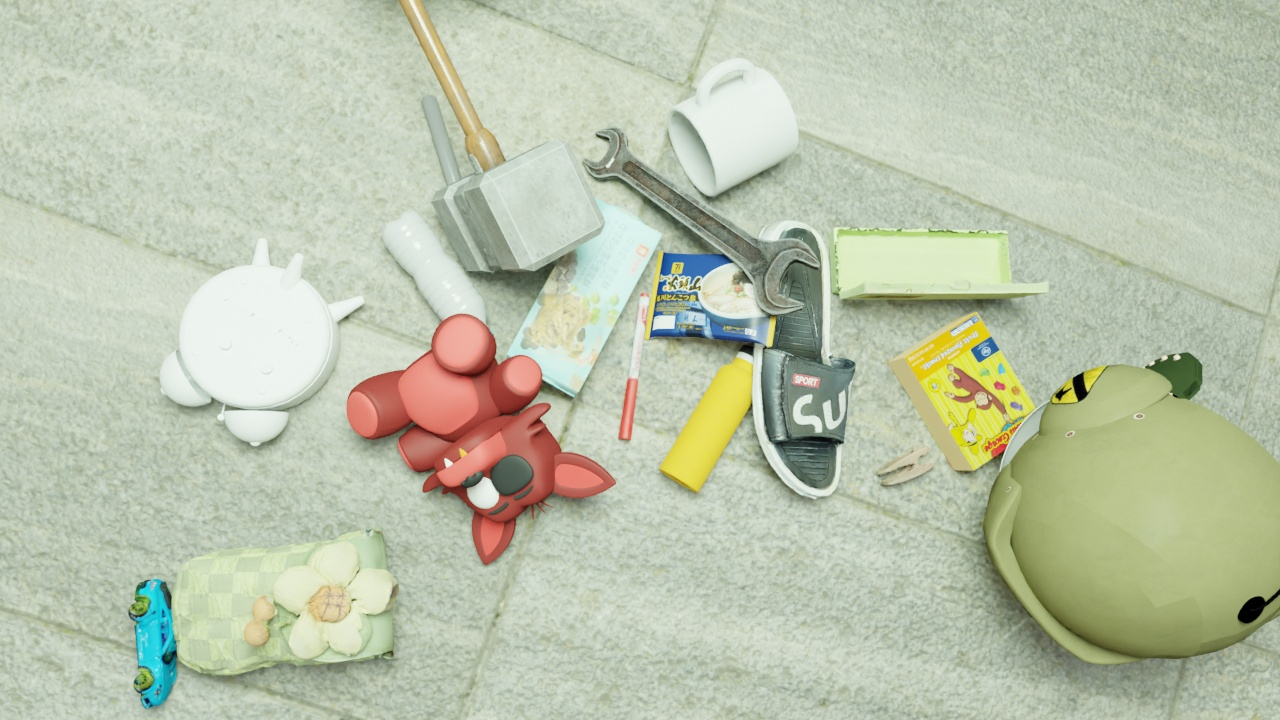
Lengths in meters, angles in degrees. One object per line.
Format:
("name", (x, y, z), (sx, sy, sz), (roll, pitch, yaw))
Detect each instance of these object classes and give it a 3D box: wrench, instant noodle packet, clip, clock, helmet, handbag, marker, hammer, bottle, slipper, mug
("wrench", (0.050, -0.134, 0.843), (0.273, 0.010, 0.070), (39, 87, 22))
("instant noodle packet", (0.067, -0.059, 0.851), (0.134, 0.026, 0.087), (4, 81, 33))
("clip", (0.259, 0.101, 0.894), (0.061, 0.026, 0.049), (12, 81, -8))
("clock", (-0.333, -0.018, 0.798), (0.125, 0.073, 0.160), (31, 80, -4))
("helmet", (0.415, 0.137, 0.784), (0.232, 0.256, 0.250), (-38, 89, -13))
("handbag", (-0.293, 0.206, 0.757), (0.186, 0.117, 0.113), (-6, 85, -11))
("marker", (-0.005, 0.005, 0.873), (0.013, 0.013, 0.142), (9, 82, -7))
("marker", (-0.180, -0.183, 0.867), (0.016, 0.016, 0.140), (-17, 86, -10))
("hammer", (-0.156, -0.229, 0.751), (0.082, 0.163, 0.318), (-32, 108, -21))
("bottle", (0.073, 0.052, 0.863), (0.043, 0.043, 0.143), (33, 80, -3))
("slipper", (0.158, -0.004, 0.855), (0.111, 0.063, 0.263), (5, 79, -37))
("bottle", (-0.182, -0.072, 0.840), (0.044, 0.044, 0.136), (-37, 90, -10))
("mug", (0.084, -0.225, 0.858), (0.090, 0.121, 0.091), (-29, 53, -10))

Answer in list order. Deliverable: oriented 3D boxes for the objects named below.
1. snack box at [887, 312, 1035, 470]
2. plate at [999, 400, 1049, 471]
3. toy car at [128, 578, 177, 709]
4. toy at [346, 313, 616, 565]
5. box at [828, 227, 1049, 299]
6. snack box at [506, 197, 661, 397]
("snack box", (0.319, 0.031, 0.901), (0.088, 0.040, 0.126), (-31, 89, -10))
("plate", (0.400, 0.092, 0.896), (0.134, 0.011, 0.135), (-8, 113, -21))
("toy car", (-0.406, 0.237, 0.774), (0.032, 0.048, 0.105), (-4, 83, -12))
("toy", (-0.139, 0.068, 0.796), (0.158, 0.120, 0.197), (-34, 94, 15))
("box", (0.286, -0.098, 0.892), (0.187, 0.098, 0.082), (-1, 84, -11))
("snack box", (-0.052, -0.058, 0.853), (0.075, 0.053, 0.174), (29, 82, -5))
